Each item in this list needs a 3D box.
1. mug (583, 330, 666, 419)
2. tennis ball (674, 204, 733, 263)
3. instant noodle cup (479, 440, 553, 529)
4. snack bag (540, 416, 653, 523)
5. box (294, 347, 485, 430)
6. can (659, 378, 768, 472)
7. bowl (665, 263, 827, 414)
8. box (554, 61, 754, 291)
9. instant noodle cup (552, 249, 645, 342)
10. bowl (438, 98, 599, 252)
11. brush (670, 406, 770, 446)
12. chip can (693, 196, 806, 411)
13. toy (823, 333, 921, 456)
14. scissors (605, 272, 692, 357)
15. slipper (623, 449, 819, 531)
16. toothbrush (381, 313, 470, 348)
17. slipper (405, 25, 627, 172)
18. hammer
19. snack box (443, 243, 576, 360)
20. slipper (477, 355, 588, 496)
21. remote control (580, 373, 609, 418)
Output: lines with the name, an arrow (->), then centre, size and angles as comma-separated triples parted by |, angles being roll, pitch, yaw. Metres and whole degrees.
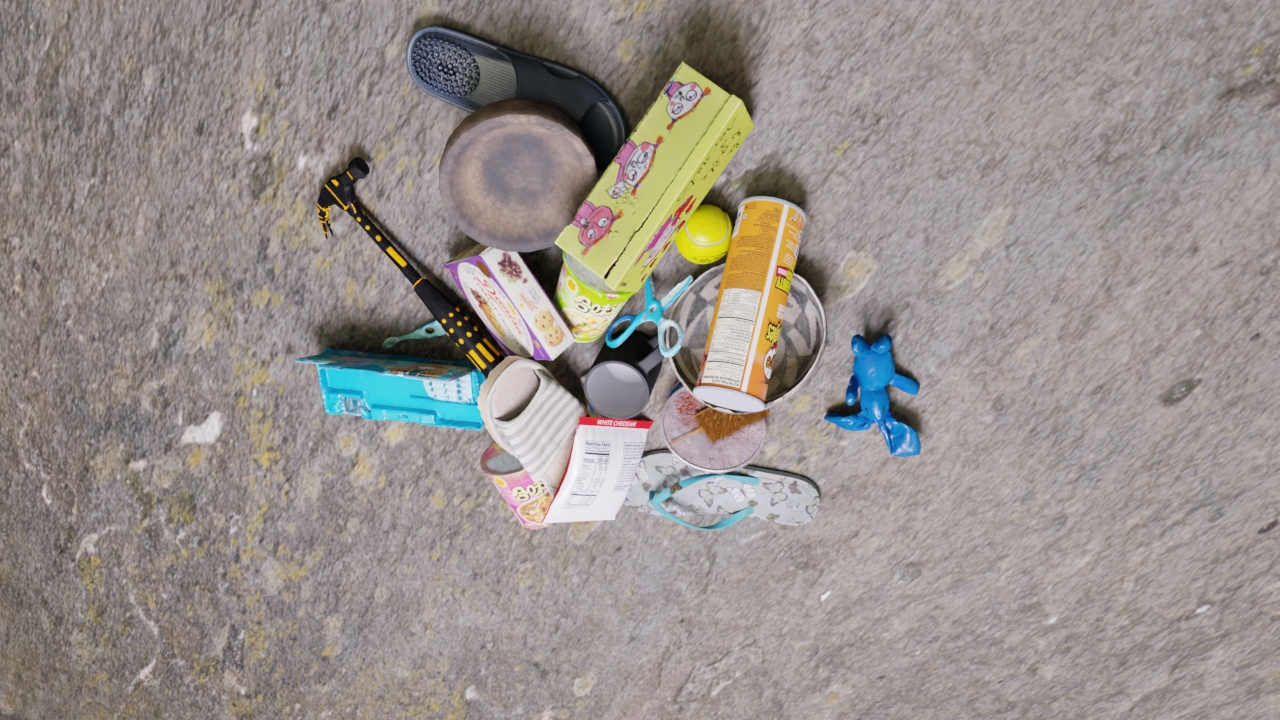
mug -> -0.007, 0.006, 1.097 | 0.114, 0.087, 0.078 | -36, 104, 27
tennis ball -> 0.070, -0.140, 1.015 | 0.065, 0.065, 0.065 | 6, 118, 11
instant noodle cup -> -0.147, 0.160, 1.215 | 0.098, 0.097, 0.109 | -9, 123, 18
snack bag -> -0.051, 0.139, 1.145 | 0.039, 0.130, 0.144 | 31, 106, 40
box -> -0.320, 0.022, 1.186 | 0.227, 0.085, 0.169 | 5, 152, 11
can -> 0.092, 0.073, 1.134 | 0.130, 0.044, 0.130 | 6, 118, 11
bowl -> 0.123, -0.020, 1.039 | 0.179, 0.081, 0.178 | -5, 73, 15
box -> 0.019, -0.180, 0.935 | 0.083, 0.124, 0.221 | 39, 98, 7
instant noodle cup -> -0.057, -0.080, 1.058 | 0.099, 0.098, 0.108 | 29, 139, -3
bowl -> -0.126, -0.197, 0.948 | 0.162, 0.070, 0.162 | -5, 132, -6
brush -> 0.091, 0.076, 1.098 | 0.127, 0.017, 0.048 | -29, 107, 25
chip can -> 0.117, -0.060, 0.969 | 0.075, 0.075, 0.214 | 13, 76, 6
toy -> 0.264, 0.034, 1.061 | 0.113, 0.070, 0.176 | -3, 126, 17
scissors -> 0.010, -0.047, 1.050 | 0.140, 0.133, 0.011 | -33, 139, 29
slipper -> 0.094, 0.171, 1.181 | 0.269, 0.054, 0.098 | 3, 114, 11
toothbrush -> -0.277, -0.037, 1.181 | 0.135, 0.017, 0.022 | -15, 112, 21
slipper -> -0.139, -0.281, 0.984 | 0.263, 0.082, 0.101 | 25, 118, 0
hammer -> -0.273, -0.094, 1.125 | 0.124, 0.036, 0.320 | -35, 99, 38
snack box -> -0.154, -0.069, 1.073 | 0.143, 0.040, 0.148 | 57, 158, -16
slipper -> -0.108, 0.097, 1.122 | 0.054, 0.114, 0.273 | 16, 153, 34
remote control -> -0.051, 0.074, 1.174 | 0.018, 0.038, 0.126 | -23, 118, -23
